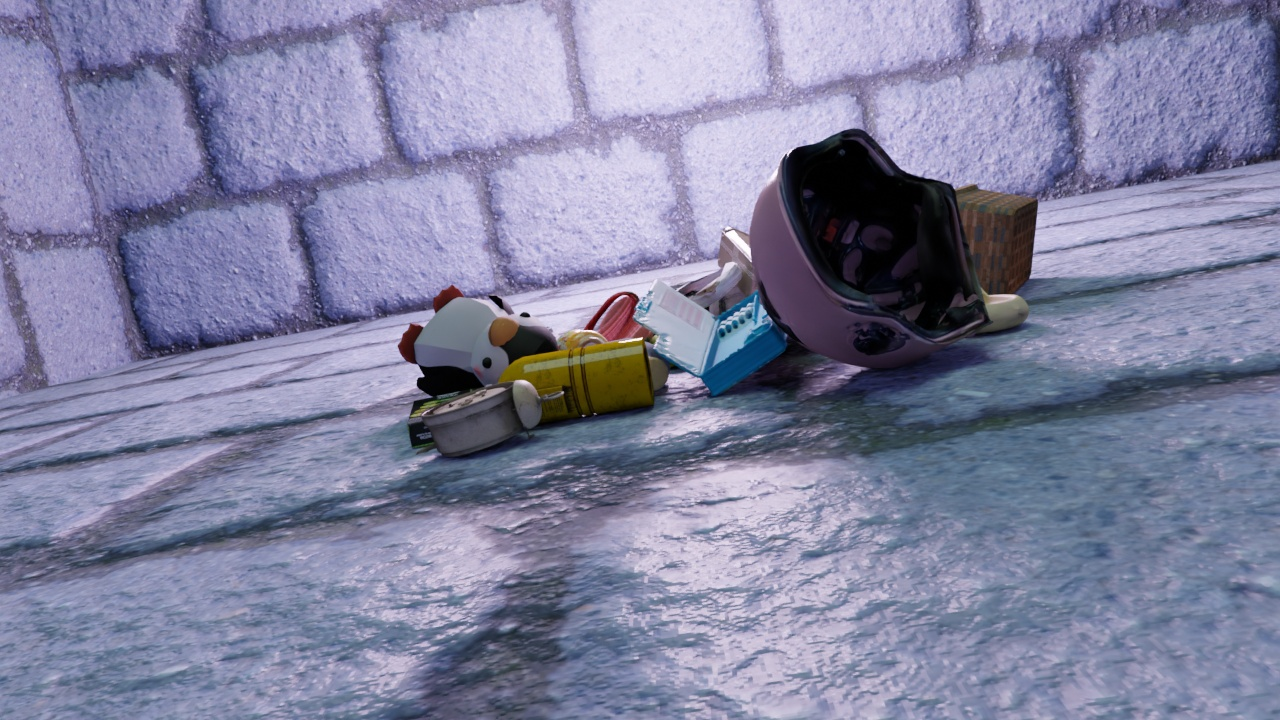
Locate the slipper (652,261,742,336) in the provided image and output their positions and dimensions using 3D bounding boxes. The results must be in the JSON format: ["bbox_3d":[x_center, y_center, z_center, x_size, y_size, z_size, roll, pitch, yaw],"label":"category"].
[{"bbox_3d":[0.062,-0.064,1.270,0.111,0.063,0.264,-41,7,-28],"label":"slipper"}]

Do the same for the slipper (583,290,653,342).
[{"bbox_3d":[-0.036,-0.048,1.237,0.103,0.059,0.248,-48,14,7],"label":"slipper"}]

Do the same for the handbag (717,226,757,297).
[{"bbox_3d":[0.223,-0.126,1.254,0.198,0.062,0.175,2,22,-10],"label":"handbag"}]

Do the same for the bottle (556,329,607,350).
[{"bbox_3d":[-0.080,-0.008,1.150,0.063,0.063,0.109,-14,8,-23],"label":"bottle"}]

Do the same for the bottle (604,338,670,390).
[{"bbox_3d":[-0.006,0.006,1.029,0.072,0.046,0.161,-12,9,-13],"label":"bottle"}]

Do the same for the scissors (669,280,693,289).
[{"bbox_3d":[0.099,-0.120,1.372,0.162,0.014,0.117,-8,8,37],"label":"scissors"}]

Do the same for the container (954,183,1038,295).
[{"bbox_3d":[0.433,-0.165,1.277,0.187,0.158,0.249,8,17,30],"label":"container"}]

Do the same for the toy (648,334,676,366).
[{"bbox_3d":[0.040,-0.013,1.140,0.094,0.036,0.094,6,24,44],"label":"toy"}]

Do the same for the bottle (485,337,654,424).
[{"bbox_3d":[-0.073,0.024,0.916,0.164,0.071,0.071,-9,9,5],"label":"bottle"}]

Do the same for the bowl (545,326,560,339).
[{"bbox_3d":[-0.146,-0.015,1.290,0.137,0.057,0.137,-10,9,1],"label":"bowl"}]

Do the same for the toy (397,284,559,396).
[{"bbox_3d":[-0.174,-0.003,1.121,0.184,0.140,0.158,9,51,38],"label":"toy"}]

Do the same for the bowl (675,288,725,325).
[{"bbox_3d":[0.130,-0.095,1.448,0.145,0.067,0.145,-10,9,1],"label":"bowl"}]

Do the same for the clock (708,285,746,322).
[{"bbox_3d":[0.150,-0.077,1.332,0.157,0.061,0.103,-6,-3,9],"label":"clock"}]

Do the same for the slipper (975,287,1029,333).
[{"bbox_3d":[0.350,-0.079,1.073,0.111,0.079,0.261,-9,9,-14],"label":"slipper"}]

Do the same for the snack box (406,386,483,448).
[{"bbox_3d":[-0.204,0.059,0.987,0.080,0.025,0.147,-12,9,-10],"label":"snack box"}]

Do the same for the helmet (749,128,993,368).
[{"bbox_3d":[0.202,-0.095,0.889,0.255,0.229,0.153,8,-29,-32],"label":"helmet"}]

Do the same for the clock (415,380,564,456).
[{"bbox_3d":[-0.136,0.053,0.856,0.141,0.054,0.092,-16,8,11],"label":"clock"}]

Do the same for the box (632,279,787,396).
[{"bbox_3d":[0.080,-0.032,0.995,0.170,0.085,0.226,-1,18,10],"label":"box"}]
